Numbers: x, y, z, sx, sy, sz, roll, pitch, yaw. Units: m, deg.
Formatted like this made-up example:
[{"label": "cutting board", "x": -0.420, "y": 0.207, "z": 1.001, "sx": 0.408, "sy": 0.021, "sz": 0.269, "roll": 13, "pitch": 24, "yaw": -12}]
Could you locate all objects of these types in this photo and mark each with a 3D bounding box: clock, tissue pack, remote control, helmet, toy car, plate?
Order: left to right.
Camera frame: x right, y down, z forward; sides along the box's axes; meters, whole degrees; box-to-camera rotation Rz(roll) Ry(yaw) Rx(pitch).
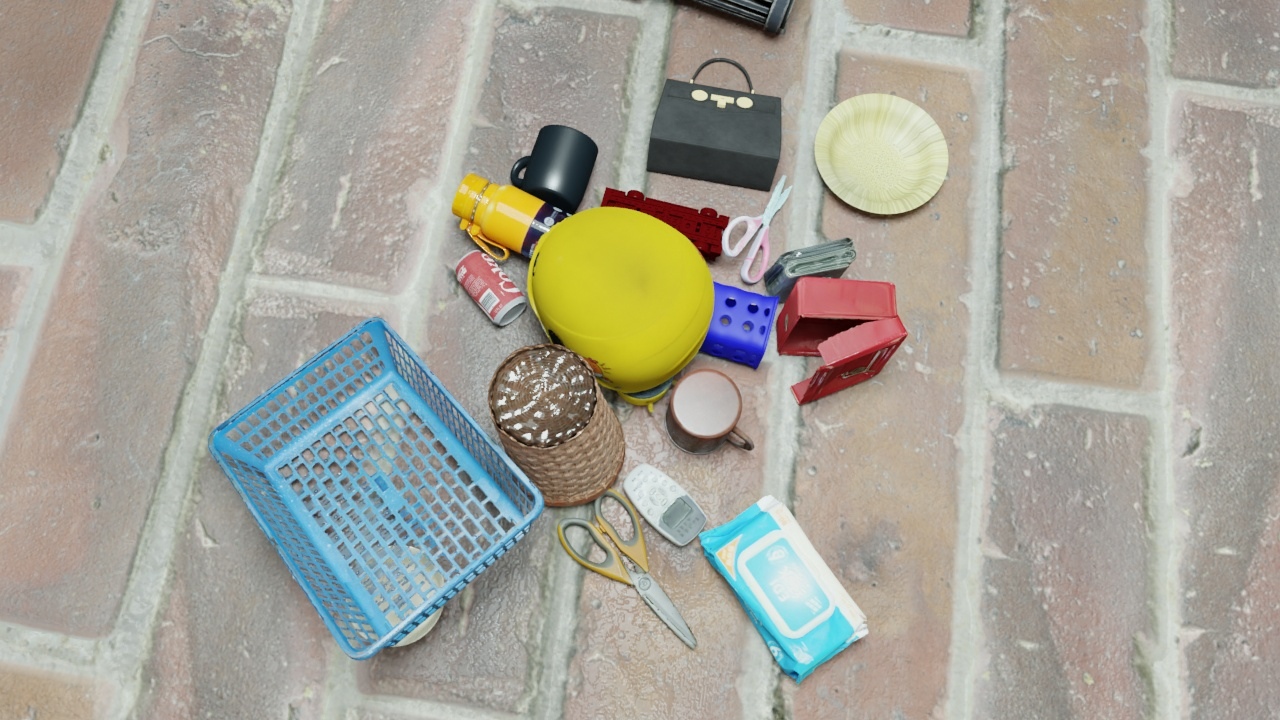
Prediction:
[{"label": "helmet", "x": -0.023, "y": -0.086, "z": 1.071, "sx": 0.240, "sy": 0.140, "sz": 0.209, "roll": 38, "pitch": 81, "yaw": 0}, {"label": "clock", "x": -0.007, "y": 0.007, "z": 1.183, "sx": 0.119, "sy": 0.057, "sz": 0.083, "roll": 44, "pitch": 78, "yaw": 10}, {"label": "toy car", "x": 0.029, "y": -0.178, "z": 1.233, "sx": 0.170, "sy": 0.062, "sz": 0.070, "roll": 14, "pitch": 74, "yaw": 2}, {"label": "remote control", "x": 0.029, "y": 0.179, "z": 1.151, "sx": 0.060, "sy": 0.028, "sz": 0.114, "roll": -43, "pitch": 80, "yaw": -12}, {"label": "tissue pack", "x": 0.171, "y": 0.270, "z": 1.112, "sx": 0.117, "sy": 0.066, "sz": 0.209, "roll": -33, "pitch": 76, "yaw": -11}, {"label": "plate", "x": 0.332, "y": -0.282, "z": 1.285, "sx": 0.184, "sy": 0.036, "sz": 0.184, "roll": 0, "pitch": 74, "yaw": -1}]

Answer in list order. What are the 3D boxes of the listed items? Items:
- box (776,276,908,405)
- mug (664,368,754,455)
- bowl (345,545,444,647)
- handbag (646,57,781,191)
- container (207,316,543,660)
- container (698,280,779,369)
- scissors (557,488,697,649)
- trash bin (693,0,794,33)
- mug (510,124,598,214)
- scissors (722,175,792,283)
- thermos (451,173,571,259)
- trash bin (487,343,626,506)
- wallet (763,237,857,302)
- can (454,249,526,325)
[{"label": "box", "x": 0.247, "y": -0.038, "z": 1.154, "sx": 0.137, "sy": 0.157, "sz": 0.126, "roll": -16, "pitch": 71, "yaw": -8}, {"label": "mug", "x": 0.091, "y": 0.074, "z": 1.143, "sx": 0.123, "sy": 0.110, "sz": 0.096, "roll": 30, "pitch": 81, "yaw": 7}, {"label": "bowl", "x": -0.286, "y": 0.281, "z": 1.095, "sx": 0.115, "sy": 0.062, "sz": 0.115, "roll": 0, "pitch": 74, "yaw": -1}, {"label": "handbag", "x": 0.112, "y": -0.352, "z": 1.295, "sx": 0.176, "sy": 0.072, "sz": 0.195, "roll": 10, "pitch": 64, "yaw": 1}, {"label": "container", "x": -0.304, "y": 0.144, "z": 1.071, "sx": 0.256, "sy": 0.089, "sz": 0.362, "roll": -39, "pitch": 61, "yaw": -14}, {"label": "container", "x": 0.110, "y": -0.050, "z": 1.189, "sx": 0.113, "sy": 0.085, "sz": 0.084, "roll": 16, "pitch": 74, "yaw": 4}, {"label": "scissors", "x": -0.013, "y": 0.269, "z": 1.129, "sx": 0.113, "sy": 0.016, "sz": 0.229, "roll": -32, "pitch": 77, "yaw": -11}, {"label": "trash bin", "x": 0.117, "y": -0.567, "z": 1.299, "sx": 0.227, "sy": 0.164, "sz": 0.164, "roll": 20, "pitch": 74, "yaw": 0}, {"label": "mug", "x": -0.126, "y": -0.257, "z": 1.248, "sx": 0.122, "sy": 0.085, "sz": 0.094, "roll": 7, "pitch": 72, "yaw": 30}, {"label": "scissors", "x": 0.161, "y": -0.196, "z": 1.240, "sx": 0.101, "sy": 0.016, "sz": 0.178, "roll": 40, "pitch": 67, "yaw": -36}, {"label": "thermos", "x": -0.135, "y": -0.163, "z": 1.206, "sx": 0.232, "sy": 0.076, "sz": 0.091, "roll": 26, "pitch": 74, "yaw": -1}, {"label": "trash bin", "x": -0.096, "y": 0.078, "z": 1.074, "sx": 0.151, "sy": 0.210, "sz": 0.151, "roll": 0, "pitch": 70, "yaw": 1}, {"label": "wallet", "x": 0.217, "y": -0.116, "z": 1.186, "sx": 0.100, "sy": 0.132, "sz": 0.054, "roll": -17, "pitch": 79, "yaw": -5}, {"label": "can", "x": -0.198, "y": -0.096, "z": 1.209, "sx": 0.054, "sy": 0.054, "sz": 0.096, "roll": -39, "pitch": 79, "yaw": -12}]
